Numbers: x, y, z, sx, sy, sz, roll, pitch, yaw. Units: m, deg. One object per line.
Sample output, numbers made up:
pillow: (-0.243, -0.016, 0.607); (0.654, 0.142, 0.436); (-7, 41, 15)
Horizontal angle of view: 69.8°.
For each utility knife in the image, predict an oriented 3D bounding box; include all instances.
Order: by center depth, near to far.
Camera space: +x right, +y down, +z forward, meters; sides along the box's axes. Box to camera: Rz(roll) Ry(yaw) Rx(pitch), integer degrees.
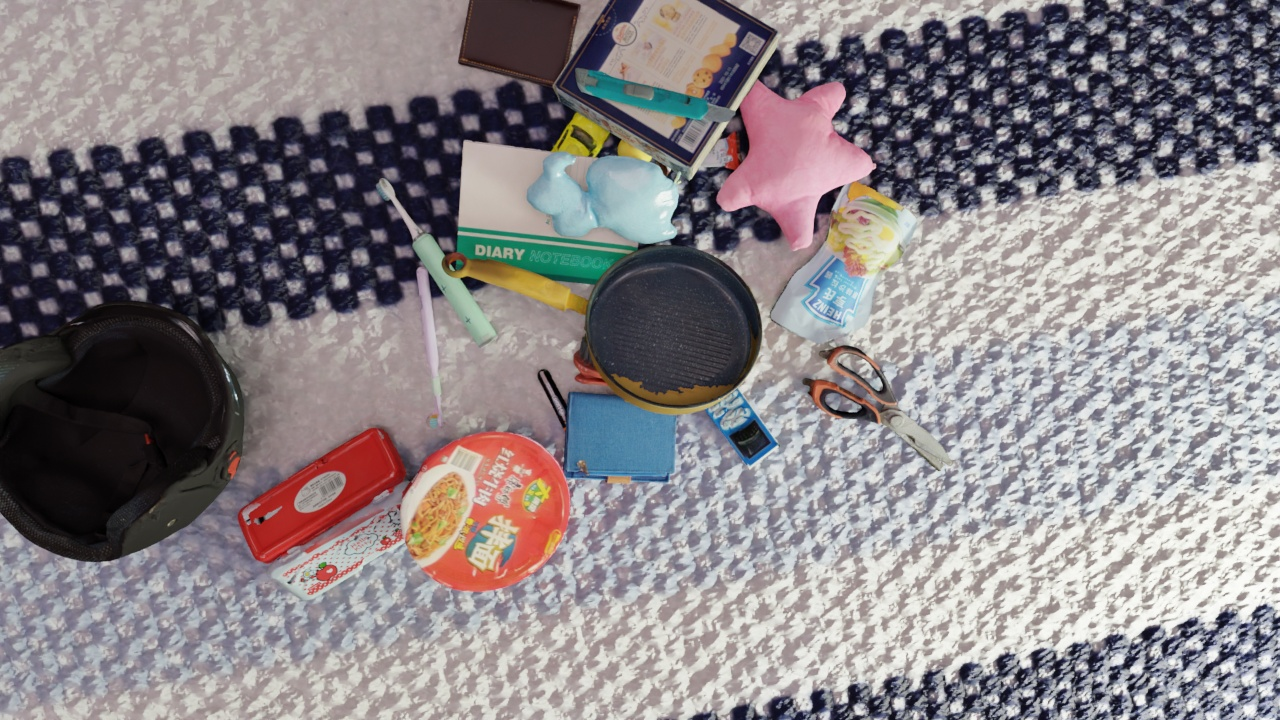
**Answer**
utility knife: (0.013, -0.282, 0.979); (0.179, 0.013, 0.029); (15, 87, 5)

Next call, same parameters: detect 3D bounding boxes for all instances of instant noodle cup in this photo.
instant noodle cup: (-0.182, 0.166, 1.063); (0.193, 0.066, 0.194); (-5, 105, -20)

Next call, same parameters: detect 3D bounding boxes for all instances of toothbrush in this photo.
toothbrush: (-0.235, -0.112, 1.056); (0.027, 0.026, 0.224); (-24, 103, 43)
toothbrush: (-0.248, -0.015, 1.073); (0.021, 0.029, 0.189); (-10, 99, -44)

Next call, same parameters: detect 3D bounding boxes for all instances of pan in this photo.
pan: (-0.040, -0.057, 1.010); (0.357, 0.078, 0.197); (12, 67, -2)

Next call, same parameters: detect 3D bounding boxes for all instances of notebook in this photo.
notebook: (-0.103, -0.164, 1.051); (0.209, 0.012, 0.150); (6, 112, -6)

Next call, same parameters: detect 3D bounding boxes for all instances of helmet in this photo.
helmet: (-0.534, 0.071, 0.957); (0.233, 0.230, 0.274); (39, 85, -2)

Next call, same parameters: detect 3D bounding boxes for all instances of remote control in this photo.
remote control: (0.115, 0.070, 1.109); (0.049, 0.024, 0.125); (-36, 100, 1)

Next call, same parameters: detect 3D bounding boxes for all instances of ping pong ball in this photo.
ping pong ball: (-0.006, -0.240, 1.050); (0.040, 0.040, 0.040); (-1, 98, -5)

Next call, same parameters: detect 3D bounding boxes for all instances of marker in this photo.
marker: (-0.091, 0.066, 1.097); (0.018, 0.015, 0.124); (-28, 99, -6)

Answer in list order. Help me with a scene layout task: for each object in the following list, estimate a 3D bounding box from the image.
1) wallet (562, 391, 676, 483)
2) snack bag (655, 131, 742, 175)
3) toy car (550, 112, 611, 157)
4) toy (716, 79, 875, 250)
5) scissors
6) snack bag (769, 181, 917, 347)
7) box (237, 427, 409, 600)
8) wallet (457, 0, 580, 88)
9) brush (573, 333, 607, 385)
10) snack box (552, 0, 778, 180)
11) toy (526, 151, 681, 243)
wallet: (-0.024, 0.093, 1.089); (0.133, 0.040, 0.106); (3, 88, -11)
snack bag: (0.068, -0.239, 1.063); (0.104, 0.026, 0.048); (-8, 92, -3)
toy car: (-0.071, -0.246, 1.048); (0.048, 0.032, 0.105); (34, 92, -8)
toy: (0.181, -0.223, 1.046); (0.178, 0.074, 0.194); (7, 91, -3)
scissors: (0.291, 0.072, 1.123); (0.192, 0.015, 0.207); (-10, 112, 6)
snack bag: (0.243, -0.108, 1.090); (0.110, 0.039, 0.191); (26, 96, -19)
box: (-0.351, 0.184, 1.069); (0.201, 0.073, 0.154); (-32, 102, 0)
wallet: (-0.137, -0.368, 1.034); (0.122, 0.020, 0.096); (12, 102, -7)
brush: (-0.006, 0.006, 1.077); (0.146, 0.063, 0.069); (5, 127, -4)
snack box: (0.028, -0.324, 1.011); (0.182, 0.046, 0.178); (33, 88, 6)
toy: (-0.032, -0.179, 1.011); (0.156, 0.049, 0.161); (-26, 126, 23)
